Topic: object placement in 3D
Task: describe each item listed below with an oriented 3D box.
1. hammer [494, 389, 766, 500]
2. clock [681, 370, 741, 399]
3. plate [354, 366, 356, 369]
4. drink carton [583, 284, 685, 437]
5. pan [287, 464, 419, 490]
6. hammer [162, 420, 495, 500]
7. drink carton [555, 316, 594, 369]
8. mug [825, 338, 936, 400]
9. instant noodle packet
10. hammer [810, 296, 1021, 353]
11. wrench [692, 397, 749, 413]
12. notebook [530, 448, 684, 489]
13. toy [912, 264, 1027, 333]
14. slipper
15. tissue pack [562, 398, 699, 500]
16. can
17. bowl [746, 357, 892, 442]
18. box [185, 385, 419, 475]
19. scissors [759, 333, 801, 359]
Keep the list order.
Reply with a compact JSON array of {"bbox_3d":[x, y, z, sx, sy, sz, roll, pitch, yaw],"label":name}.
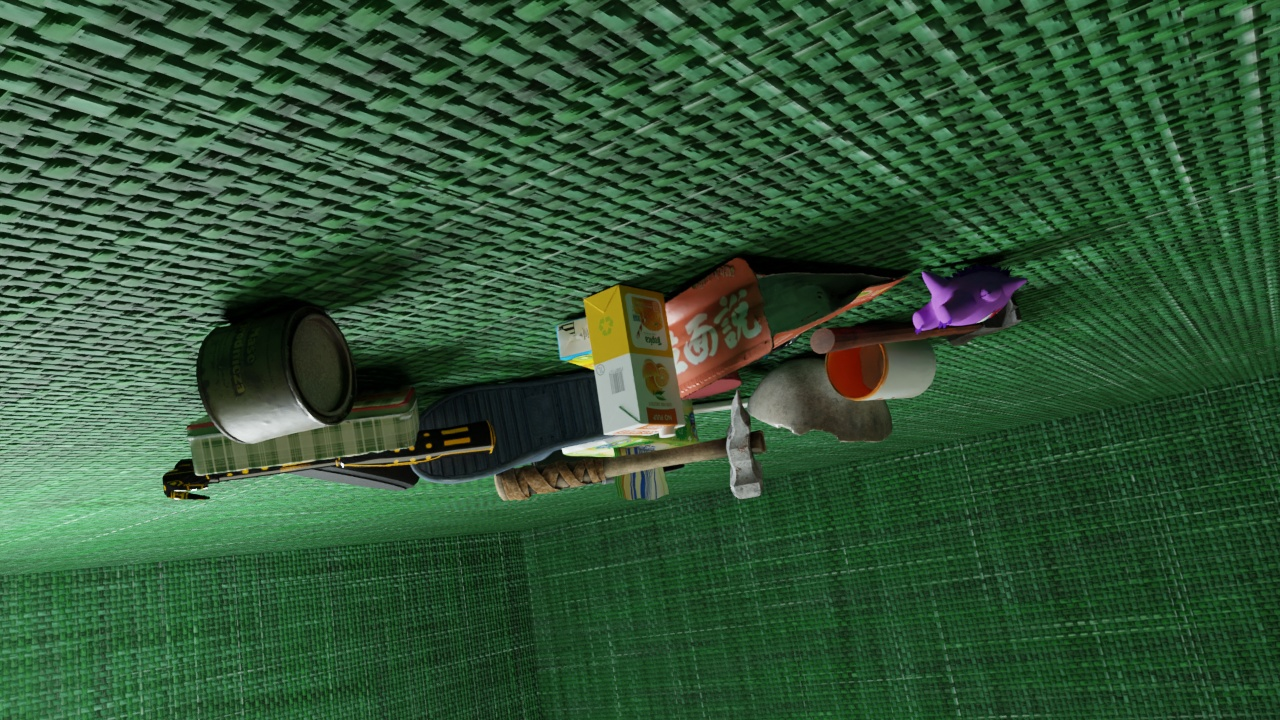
[{"bbox_3d":[-0.015,0.118,1.058,0.319,0.121,0.048,-11,-158,10],"label":"hammer"},{"bbox_3d":[0.056,0.014,1.013,0.096,0.048,0.138,-3,166,-27],"label":"clock"},{"bbox_3d":[-0.321,0.020,0.825,0.131,0.025,0.131,-9,167,-2],"label":"plate"},{"bbox_3d":[-0.005,0.004,0.759,0.040,0.122,0.058,-19,164,38],"label":"drink carton"},{"bbox_3d":[-0.381,0.125,1.126,0.204,0.044,0.356,14,166,-19],"label":"pan"},{"bbox_3d":[-0.303,0.099,0.922,0.320,0.036,0.123,-7,-171,-22],"label":"hammer"},{"bbox_3d":[-0.034,-0.012,0.859,0.044,0.038,0.128,-14,167,20],"label":"drink carton"},{"bbox_3d":[0.277,0.004,1.054,0.105,0.082,0.082,0,164,-42],"label":"mug"},{"bbox_3d":[0.127,-0.033,0.833,0.220,0.084,0.165,-10,166,-39],"label":"instant noodle packet"},{"bbox_3d":[0.294,-0.033,0.973,0.300,0.028,0.111,-6,167,-36],"label":"hammer"},{"bbox_3d":[0.104,0.070,1.371,0.273,0.018,0.066,-6,167,-18],"label":"wrench"},{"bbox_3d":[-0.055,0.132,1.329,0.209,0.029,0.169,-9,-157,-11],"label":"notebook"},{"bbox_3d":[0.303,-0.061,0.848,0.088,0.056,0.106,-11,178,-7],"label":"toy"},{"bbox_3d":[-0.132,0.070,1.046,0.263,0.101,0.082,-14,176,-6],"label":"slipper"},{"bbox_3d":[-0.008,0.109,1.174,0.120,0.141,0.197,-18,165,34],"label":"tissue pack"},{"bbox_3d":[-0.265,0.011,0.677,0.075,0.089,0.090,-12,167,12],"label":"can"},{"bbox_3d":[0.226,0.039,1.135,0.178,0.081,0.178,8,-170,-2],"label":"bowl"},{"bbox_3d":[-0.324,0.064,0.902,0.205,0.050,0.117,-6,-169,-8],"label":"box"},{"bbox_3d":[0.135,-0.012,1.025,0.144,0.019,0.126,-14,167,30],"label":"scissors"}]
